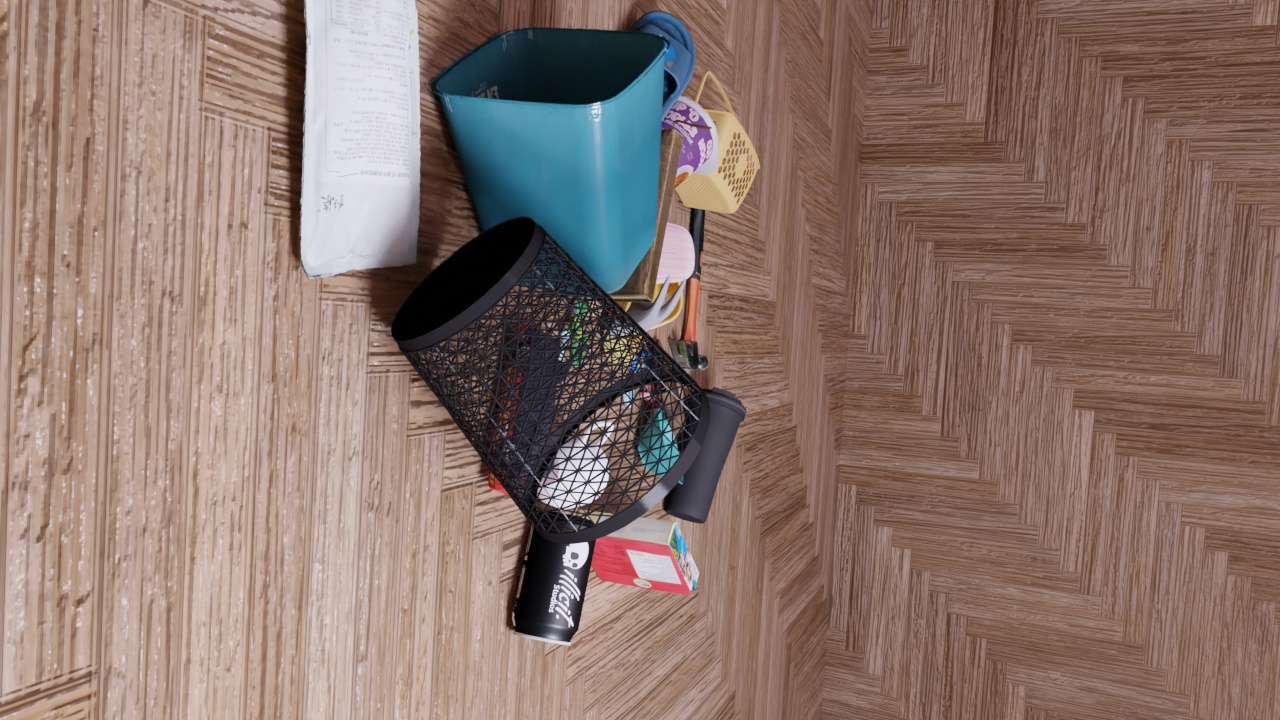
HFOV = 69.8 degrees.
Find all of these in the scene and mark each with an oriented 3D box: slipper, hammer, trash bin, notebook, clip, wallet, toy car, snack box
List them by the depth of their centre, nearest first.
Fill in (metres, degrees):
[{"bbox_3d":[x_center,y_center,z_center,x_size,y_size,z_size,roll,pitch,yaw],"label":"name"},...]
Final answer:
[{"bbox_3d":[-0.090,0.011,0.865,0.243,0.218,0.216,52,43,-27],"label":"trash bin"},{"bbox_3d":[-0.077,-0.202,0.945,0.196,0.199,0.219,-58,152,-46],"label":"trash bin"},{"bbox_3d":[-0.128,0.057,1.026,0.081,0.056,0.189,34,63,-65],"label":"toy car"},{"bbox_3d":[-0.015,-0.173,1.088,0.034,0.190,0.215,27,69,-54],"label":"notebook"},{"bbox_3d":[0.003,-0.188,1.134,0.029,0.125,0.310,9,74,-37],"label":"hammer"},{"bbox_3d":[-0.006,-0.147,1.228,0.221,0.056,0.106,1,86,-46],"label":"slipper"},{"bbox_3d":[0.016,-0.383,1.229,0.059,0.103,0.213,-37,-151,64],"label":"slipper"},{"bbox_3d":[-0.005,0.263,1.249,0.145,0.143,0.040,68,33,-47],"label":"snack box"},{"bbox_3d":[0.021,-0.094,1.330,0.100,0.078,0.262,76,28,-43],"label":"slipper"},{"bbox_3d":[0.015,0.051,1.421,0.058,0.023,0.050,19,78,-61],"label":"clip"},{"bbox_3d":[0.041,0.039,1.423,0.121,0.027,0.099,-96,169,-46],"label":"wallet"},{"bbox_3d":[0.092,-0.151,1.555,0.133,0.033,0.333,8,86,-67],"label":"hammer"}]

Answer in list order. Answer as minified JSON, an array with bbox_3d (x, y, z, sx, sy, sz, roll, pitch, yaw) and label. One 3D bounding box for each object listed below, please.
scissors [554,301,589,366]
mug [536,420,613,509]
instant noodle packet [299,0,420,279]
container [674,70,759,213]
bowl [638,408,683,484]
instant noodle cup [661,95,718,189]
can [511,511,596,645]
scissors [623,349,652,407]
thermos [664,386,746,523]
[{"bbox_3d":[-0.084,-0.046,1.146,0.116,0.012,0.130,-40,142,-54],"label":"scissors"},{"bbox_3d":[-0.078,0.118,1.088,0.124,0.090,0.076,-52,149,13],"label":"mug"},{"bbox_3d":[-0.231,-0.207,0.754,0.146,0.057,0.269,-23,120,-62],"label":"instant noodle packet"},{"bbox_3d":[0.112,-0.340,1.437,0.183,0.129,0.167,38,68,-63],"label":"container"},{"bbox_3d":[0.025,0.136,1.400,0.121,0.046,0.121,-17,89,-82],"label":"bowl"},{"bbox_3d":[0.032,-0.280,1.278,0.137,0.122,0.121,48,53,-17],"label":"instant noodle cup"},{"bbox_3d":[-0.102,0.259,1.095,0.080,0.080,0.145,43,55,-62],"label":"can"},{"bbox_3d":[-0.009,0.010,1.367,0.125,0.013,0.129,24,70,-68],"label":"scissors"},{"bbox_3d":[0.105,0.162,1.563,0.106,0.106,0.218,49,55,-60],"label":"thermos"}]
